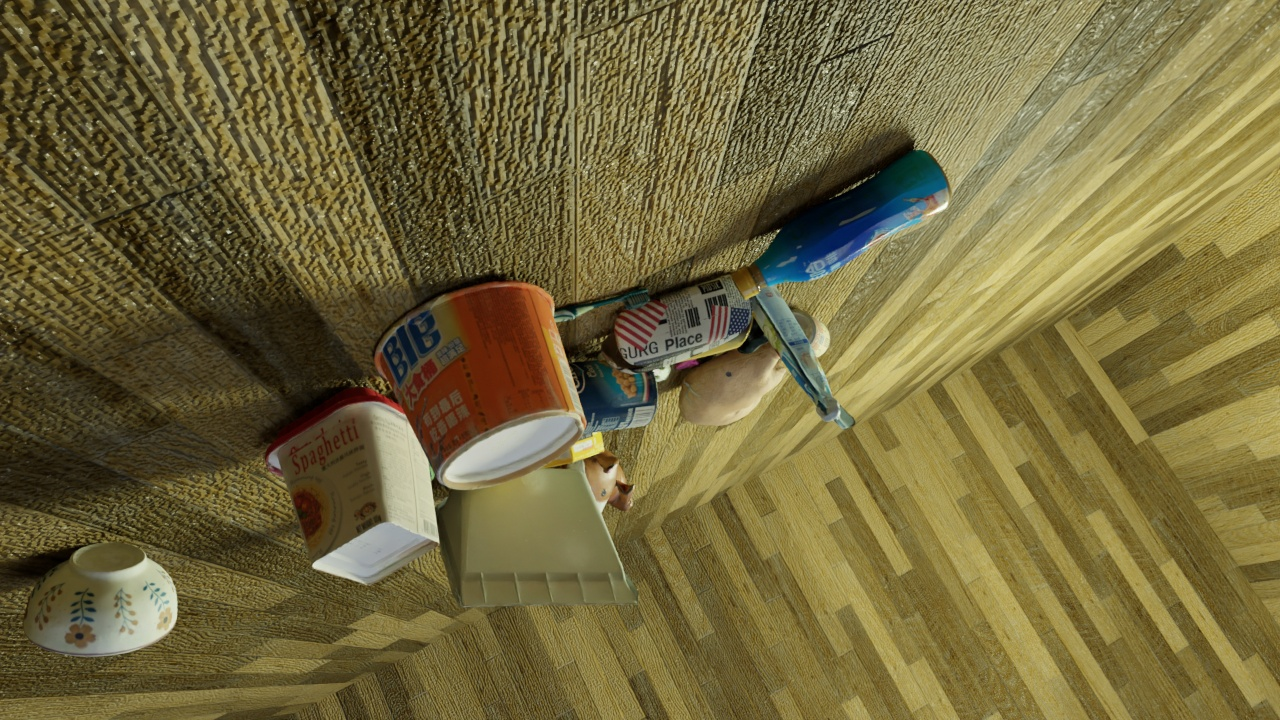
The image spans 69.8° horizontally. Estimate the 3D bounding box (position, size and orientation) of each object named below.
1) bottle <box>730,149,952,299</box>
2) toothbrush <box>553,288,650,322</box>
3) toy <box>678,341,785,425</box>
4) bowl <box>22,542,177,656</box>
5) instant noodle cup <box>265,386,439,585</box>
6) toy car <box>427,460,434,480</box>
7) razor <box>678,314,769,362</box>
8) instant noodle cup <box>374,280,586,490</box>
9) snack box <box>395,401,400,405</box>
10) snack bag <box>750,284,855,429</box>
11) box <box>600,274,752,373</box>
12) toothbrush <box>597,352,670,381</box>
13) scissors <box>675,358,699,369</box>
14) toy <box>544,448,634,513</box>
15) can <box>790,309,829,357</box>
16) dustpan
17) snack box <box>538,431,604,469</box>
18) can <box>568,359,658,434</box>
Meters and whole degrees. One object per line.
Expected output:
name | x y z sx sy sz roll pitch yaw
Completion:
bottle | 0.189 -0.125 0.889 0.219 0.065 0.065 -28 165 5
toothbrush | -0.067 -0.037 0.813 0.191 0.018 0.016 -18 162 -34
toy | 0.125 0.024 1.229 0.143 0.082 0.227 -17 161 -22
bowl | -0.451 0.192 0.772 0.113 0.113 0.062 -6 111 -55
instant noodle cup | -0.228 0.106 0.753 0.116 0.124 0.116 -31 146 9
toy car | -0.224 0.100 0.913 0.043 0.036 0.091 -27 -163 -5
razor | 0.075 -0.023 1.050 0.167 0.062 0.068 -16 132 -22
instant noodle cup | -0.118 0.025 0.716 0.151 0.111 0.151 -22 159 -9
snack box | -0.162 0.033 0.862 0.153 0.025 0.075 -26 165 -8
snack bag | 0.168 -0.009 0.990 0.039 0.191 0.110 -32 165 8
box | 0.041 -0.042 0.931 0.162 0.076 0.088 -17 140 -27
toothbrush | -0.006 0.006 1.066 0.029 0.020 0.189 -62 158 6
scissors | 0.063 -0.008 1.143 0.113 0.017 0.134 -34 166 38
toy | -0.080 0.180 1.338 0.140 0.130 0.200 -8 157 1
can | 0.222 -0.034 1.258 0.059 0.058 0.116 -33 165 16
dustpan | -0.152 0.231 1.160 0.222 0.257 0.143 6 134 -24
snack box | -0.123 0.111 1.082 0.141 0.033 0.086 -11 179 22
can | -0.045 0.036 0.943 0.111 0.075 0.076 -5 156 -29
